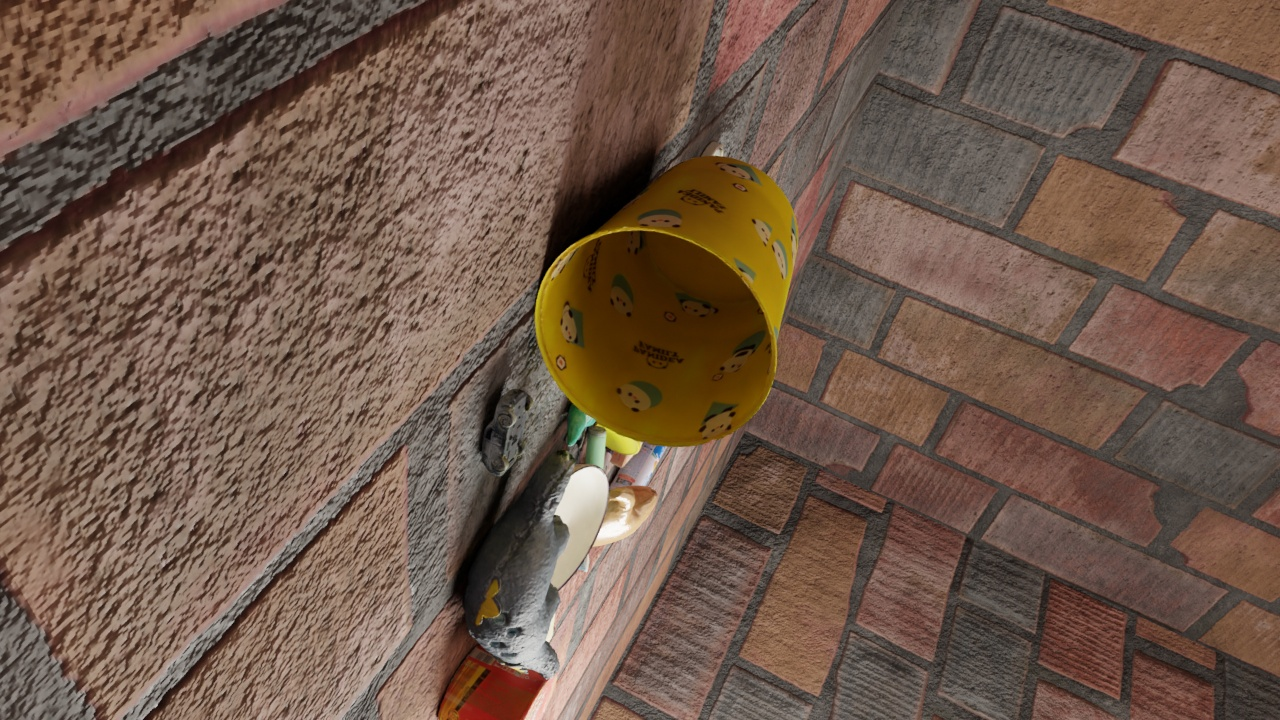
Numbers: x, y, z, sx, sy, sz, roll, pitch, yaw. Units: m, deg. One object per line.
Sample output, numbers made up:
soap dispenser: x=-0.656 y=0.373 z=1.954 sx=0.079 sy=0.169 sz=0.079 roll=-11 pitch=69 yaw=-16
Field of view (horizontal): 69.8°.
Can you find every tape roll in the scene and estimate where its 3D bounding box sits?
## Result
tape roll: x=0.088 y=-0.250 z=1.227 sx=0.085 sy=0.014 sz=0.086 roll=-60 pitch=167 yaw=-24

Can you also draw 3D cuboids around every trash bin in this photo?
trash bin: x=0.049 y=-0.078 z=0.930 sx=0.254 sy=0.230 sz=0.230 roll=-58 pitch=167 yaw=-53

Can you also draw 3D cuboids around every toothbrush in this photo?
toothbrush: x=-0.069 y=0.197 z=1.284 sx=0.026 sy=0.027 sz=0.225 roll=-55 pitch=152 yaw=-69

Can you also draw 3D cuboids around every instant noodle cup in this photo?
instant noodle cup: x=-0.185 y=0.438 z=1.182 sx=0.137 sy=0.108 sz=0.138 roll=-60 pitch=167 yaw=-24

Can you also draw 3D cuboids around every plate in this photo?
plate: x=-0.110 y=0.214 z=1.164 sx=0.191 sy=0.039 sz=0.193 roll=-43 pitch=146 yaw=-39

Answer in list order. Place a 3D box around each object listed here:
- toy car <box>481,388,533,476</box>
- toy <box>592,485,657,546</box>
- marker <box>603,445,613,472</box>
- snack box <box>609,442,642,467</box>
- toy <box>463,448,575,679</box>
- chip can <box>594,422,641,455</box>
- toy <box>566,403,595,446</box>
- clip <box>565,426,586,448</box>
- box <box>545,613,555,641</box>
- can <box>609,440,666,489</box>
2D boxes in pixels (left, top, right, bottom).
toy car: x=-0.128 y=0.067 z=0.872 sx=0.042 sy=0.034 sz=0.091 roll=-43 pitch=153 yaw=-55
toy: x=-0.044 y=0.231 z=1.383 sx=0.143 sy=0.082 sz=0.226 roll=-35 pitch=171 yaw=-1
marker: x=-0.058 y=0.156 z=1.348 sx=0.130 sy=0.018 sz=0.023 roll=-68 pitch=145 yaw=-46
snack box: x=-0.003 y=0.090 z=1.478 sx=0.084 sy=0.026 sz=0.158 roll=-45 pitch=156 yaw=-59
toy: x=-0.133 y=0.253 z=1.034 sx=0.137 sy=0.091 sz=0.357 roll=-17 pitch=129 yaw=-37
chip can: x=0.012 y=0.034 z=1.327 sx=0.210 sy=0.071 sz=0.072 roll=-59 pitch=166 yaw=-32
toy: x=-0.068 y=0.057 z=1.136 sx=0.092 sy=0.030 sz=0.096 roll=12 pitch=95 yaw=-83
clip: x=-0.081 y=0.096 z=1.183 sx=0.056 sy=0.029 sz=0.025 roll=-61 pitch=175 yaw=-75
box: x=-0.153 y=0.367 z=1.257 sx=0.091 sy=0.077 sz=0.169 roll=-56 pitch=165 yaw=-35
can: x=-0.007 y=0.191 z=1.599 sx=0.134 sy=0.053 sz=0.053 roll=-59 pitch=167 yaw=-28
